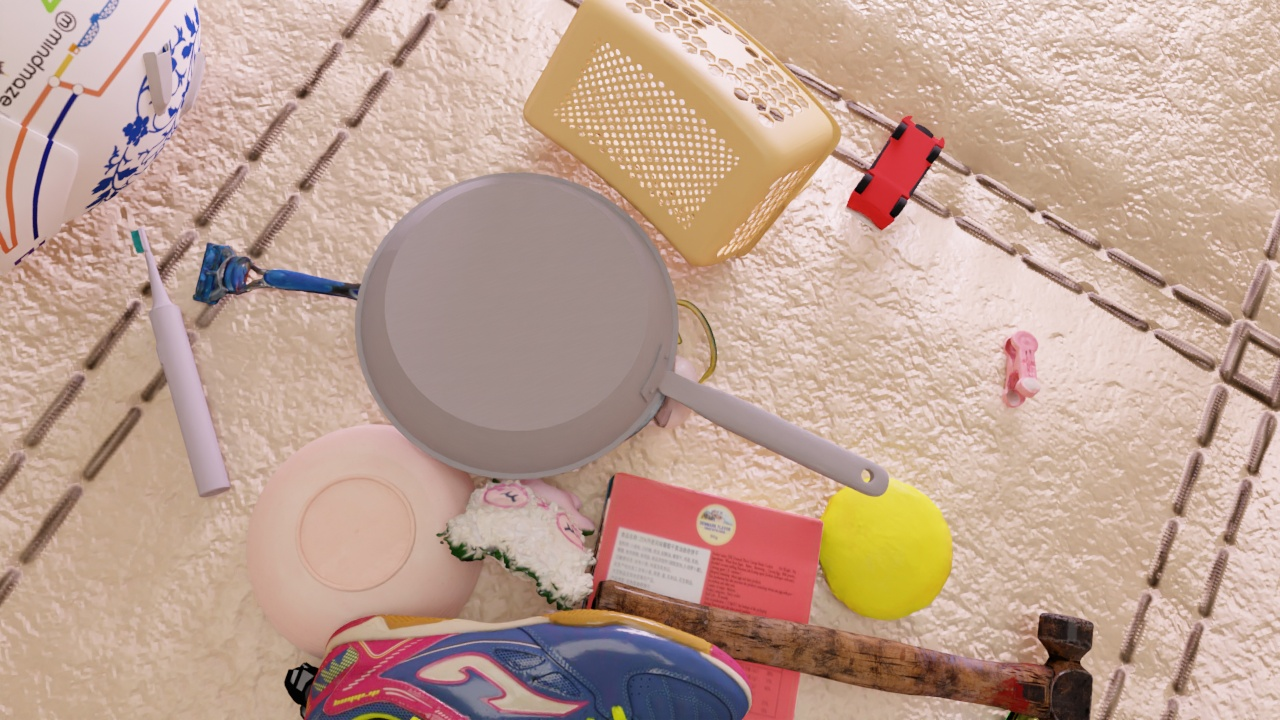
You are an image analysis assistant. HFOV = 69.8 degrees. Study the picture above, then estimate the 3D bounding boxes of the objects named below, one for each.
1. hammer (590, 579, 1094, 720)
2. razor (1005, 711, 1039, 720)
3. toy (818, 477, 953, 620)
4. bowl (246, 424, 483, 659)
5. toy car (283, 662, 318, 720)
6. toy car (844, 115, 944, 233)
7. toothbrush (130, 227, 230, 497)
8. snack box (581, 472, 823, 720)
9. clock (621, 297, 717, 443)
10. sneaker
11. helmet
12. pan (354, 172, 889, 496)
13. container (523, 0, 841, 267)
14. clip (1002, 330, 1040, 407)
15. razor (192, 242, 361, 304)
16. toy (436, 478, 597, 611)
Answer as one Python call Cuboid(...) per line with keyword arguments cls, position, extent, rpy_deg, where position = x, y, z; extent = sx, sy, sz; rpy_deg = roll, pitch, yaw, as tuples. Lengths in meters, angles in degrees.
Cuboid(cls="hammer", position=(0.128, 0.191, 0.564), extent=(0.330, 0.033, 0.120), rpy_deg=(14, 75, -10))
Cuboid(cls="razor", position=(0.302, 0.279, 0.609), extent=(0.144, 0.021, 0.044), rpy_deg=(37, 74, 0))
Cuboid(cls="toy", position=(0.164, 0.126, 0.618), extent=(0.094, 0.041, 0.095), rpy_deg=(1, 76, -2))
Cuboid(cls="bowl", position=(-0.169, 0.107, 0.557), extent=(0.153, 0.076, 0.153), rpy_deg=(2, 75, -8))
Cuboid(cls="toy car", position=(-0.171, 0.209, 0.550), extent=(0.092, 0.042, 0.036), rpy_deg=(36, 51, 2))
Cuboid(cls="toy car", position=(0.194, -0.143, 0.699), extent=(0.038, 0.025, 0.089), rpy_deg=(35, 73, 2))
Cuboid(cls="toothbrush", position=(-0.302, -0.002, 0.597), extent=(0.019, 0.018, 0.188), rpy_deg=(-18, 79, -14))
Cuboid(cls="snack box", position=(0.035, 0.158, 0.591), extent=(0.142, 0.040, 0.144), rpy_deg=(14, 74, -5))
Cuboid(cls="clock", position=(-0.024, 0.000, 0.614), extent=(0.157, 0.059, 0.116), rpy_deg=(-18, 80, -12))
Cuboid(cls="sneaker", position=(-0.059, 0.201, 0.499), extent=(0.242, 0.116, 0.090), rpy_deg=(1, 42, 0))
Cuboid(cls="helmet", position=(-0.380, -0.208, 0.529), extent=(0.236, 0.231, 0.314), rpy_deg=(29, 75, -33))
Cuboid(cls="pan", position=(-0.003, 0.003, 0.566), extent=(0.356, 0.051, 0.200), rpy_deg=(24, 74, 1))
Cuboid(cls="container", position=(0.035, -0.170, 0.635), extent=(0.183, 0.129, 0.166), rpy_deg=(41, 34, 4))
Cuboid(cls="clip", position=(0.279, 0.005, 0.668), extent=(0.023, 0.045, 0.060), rpy_deg=(15, 88, -8))
Cuboid(cls="razor", position=(-0.227, -0.052, 0.620), extent=(0.141, 0.018, 0.043), rpy_deg=(7, 74, -6))
Cuboid(cls="toy", position=(-0.065, 0.099, 0.564), extent=(0.095, 0.108, 0.041), rpy_deg=(30, 110, -4))
